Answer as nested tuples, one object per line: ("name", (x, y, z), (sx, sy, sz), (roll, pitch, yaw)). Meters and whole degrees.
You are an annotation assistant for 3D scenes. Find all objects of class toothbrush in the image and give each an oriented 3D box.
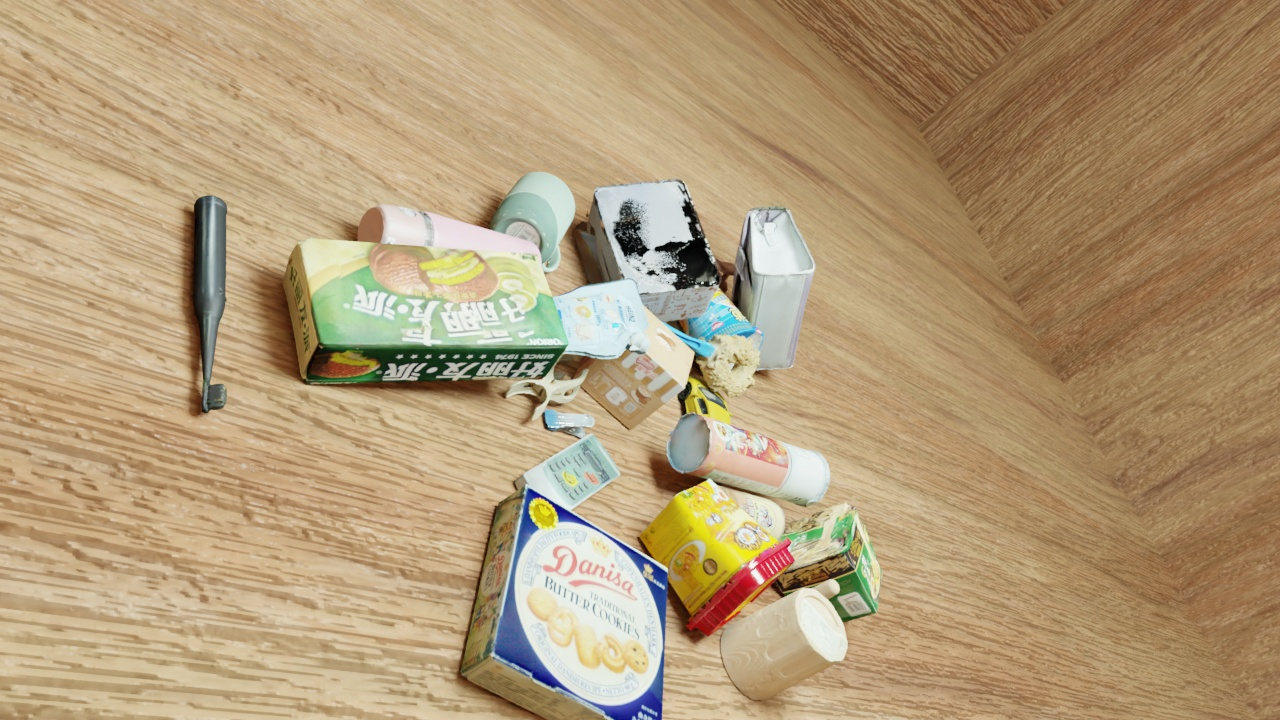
("toothbrush", (-0.345, -0.049, 0.738), (0.027, 0.026, 0.212), (-10, 57, -12))

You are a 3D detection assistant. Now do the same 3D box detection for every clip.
("clip", (-0.079, 0.067, 0.977), (0.056, 0.028, 0.024), (12, 45, -33))
("clip", (-0.088, 0.034, 0.967), (0.076, 0.035, 0.103), (35, 32, 5))

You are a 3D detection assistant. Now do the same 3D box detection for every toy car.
("toy car", (0.086, 0.077, 1.154), (0.071, 0.041, 0.155), (31, 35, -30))

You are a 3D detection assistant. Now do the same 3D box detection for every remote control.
("remote control", (-0.071, 0.118, 0.926), (0.056, 0.019, 0.134), (55, 31, 6))

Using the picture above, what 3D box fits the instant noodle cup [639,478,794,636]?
("instant noodle cup", (0.075, 0.199, 0.954), (0.123, 0.116, 0.116), (49, 29, 18))

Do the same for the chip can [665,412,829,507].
("chip can", (0.129, 0.119, 1.072), (0.214, 0.071, 0.071), (20, 43, -39))

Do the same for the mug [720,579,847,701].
("mug", (0.156, 0.286, 0.963), (0.084, 0.104, 0.124), (51, 31, 0))

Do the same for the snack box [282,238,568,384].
("snack box", (-0.193, -0.043, 0.844), (0.239, 0.063, 0.114), (0, 56, -35))

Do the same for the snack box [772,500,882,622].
("snack box", (0.229, 0.252, 1.098), (0.105, 0.118, 0.117), (57, 30, -10))

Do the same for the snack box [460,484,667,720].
("snack box", (-0.057, 0.225, 0.807), (0.178, 0.046, 0.182), (36, 35, -25))

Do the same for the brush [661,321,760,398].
("brush", (0.054, -0.025, 1.142), (0.254, 0.083, 0.046), (25, 4, -32))

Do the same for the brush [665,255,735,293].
("brush", (0.088, -0.123, 1.338), (0.145, 0.073, 0.063), (-1, 57, -55))

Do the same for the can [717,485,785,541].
("can", (0.111, 0.180, 1.059), (0.116, 0.059, 0.058), (20, 42, -40))

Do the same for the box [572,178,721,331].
("box", (-0.002, -0.116, 1.208), (0.148, 0.158, 0.181), (-9, 63, -16))

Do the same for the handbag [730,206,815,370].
("handbag", (0.177, -0.101, 1.312), (0.098, 0.197, 0.144), (-1, 48, -4))

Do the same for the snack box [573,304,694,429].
("snack box", (-0.006, 0.006, 1.056), (0.093, 0.095, 0.076), (42, 32, -14))

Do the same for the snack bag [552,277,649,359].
("snack bag", (-0.084, -0.041, 0.970), (0.190, 0.039, 0.110), (-4, 41, -16))

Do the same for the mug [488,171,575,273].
("mug", (-0.126, -0.153, 1.096), (0.106, 0.082, 0.112), (-73, 150, -55))

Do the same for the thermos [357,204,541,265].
("thermos", (-0.191, -0.109, 0.957), (0.198, 0.067, 0.087), (11, 25, -50))

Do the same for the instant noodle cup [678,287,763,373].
("instant noodle cup", (0.101, -0.049, 1.265), (0.099, 0.099, 0.110), (9, 42, -48))
